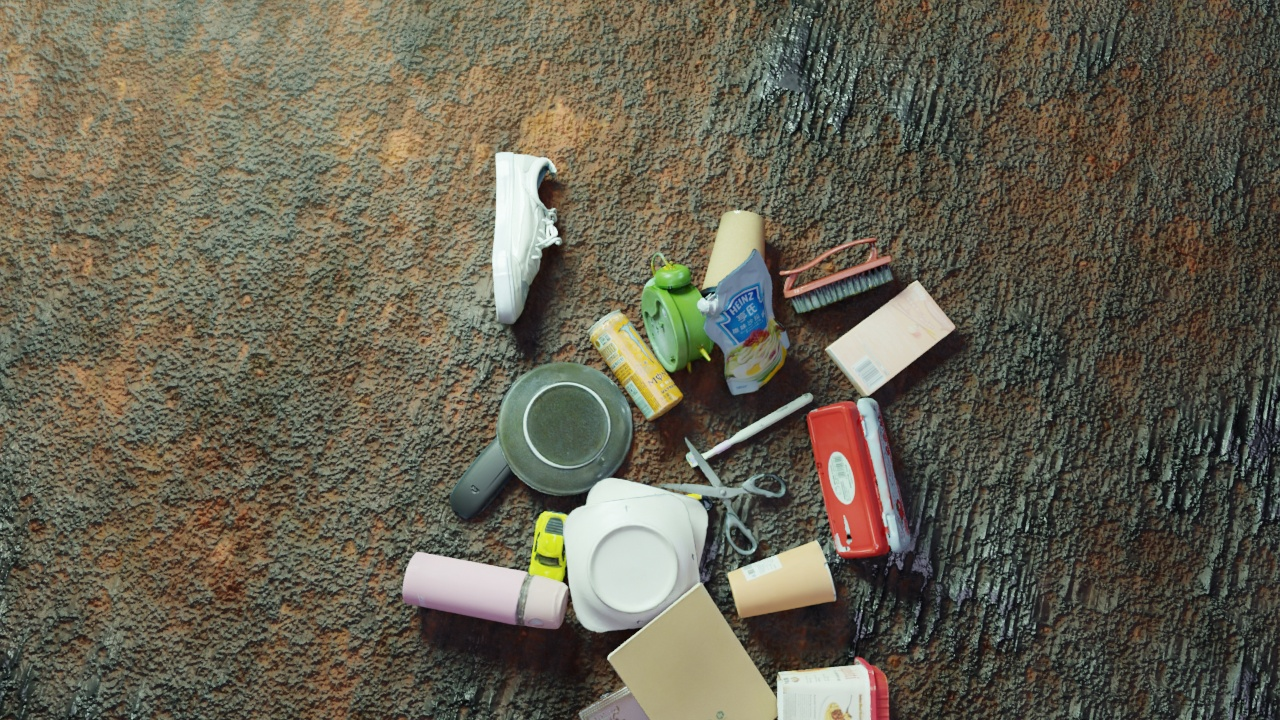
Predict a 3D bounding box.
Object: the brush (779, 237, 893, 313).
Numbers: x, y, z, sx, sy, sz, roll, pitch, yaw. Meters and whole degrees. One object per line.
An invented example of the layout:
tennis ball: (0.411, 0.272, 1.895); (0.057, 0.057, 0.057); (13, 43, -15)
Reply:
brush: (0.260, -0.115, 1.235); (0.146, 0.063, 0.069); (-20, 94, -3)

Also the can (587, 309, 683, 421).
can: (-0.007, 0.007, 1.209); (0.058, 0.058, 0.146); (-35, 84, -7)

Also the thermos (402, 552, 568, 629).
thermos: (-0.192, 0.296, 1.153); (0.198, 0.087, 0.067); (10, 48, 4)

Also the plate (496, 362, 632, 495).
plate: (-0.097, 0.086, 1.199); (0.179, 0.024, 0.179); (2, 76, -9)

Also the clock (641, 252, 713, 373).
clock: (0.043, -0.063, 1.195); (0.056, 0.116, 0.161); (-18, 85, -16)

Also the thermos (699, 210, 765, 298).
thermos: (0.128, -0.122, 1.224); (0.093, 0.093, 0.143); (10, 72, 0)

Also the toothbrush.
toothbrush: (0.148, 0.091, 1.221); (0.189, 0.029, 0.020); (-27, 125, -7)

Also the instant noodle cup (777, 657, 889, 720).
instant noodle cup: (0.233, 0.428, 1.123); (0.124, 0.116, 0.116); (0, 81, 4)

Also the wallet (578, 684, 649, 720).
wallet: (-0.004, 0.457, 1.152); (0.124, 0.032, 0.101); (-28, 80, -7)

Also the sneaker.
sneaker: (-0.151, -0.163, 1.223); (0.090, 0.090, 0.242); (2, 74, -6)

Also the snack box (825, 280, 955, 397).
snack box: (0.338, -0.029, 1.241); (0.157, 0.026, 0.084); (-36, 83, -7)

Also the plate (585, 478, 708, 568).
plate: (-0.002, 0.242, 1.173); (0.164, 0.034, 0.163); (14, 89, -1)

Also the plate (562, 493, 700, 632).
plate: (-0.010, 0.254, 1.137); (0.164, 0.034, 0.163); (-9, 90, -1)

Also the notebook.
notebook: (0.072, 0.401, 1.135); (0.147, 0.008, 0.207); (-35, 100, -15)

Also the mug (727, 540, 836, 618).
mug: (0.177, 0.282, 1.164); (0.123, 0.078, 0.078); (-15, 81, 0)

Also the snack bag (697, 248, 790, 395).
snack bag: (0.134, -0.042, 1.162); (0.110, 0.191, 0.039); (-35, 47, -8)

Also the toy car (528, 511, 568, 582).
toy car: (-0.116, 0.247, 1.176); (0.048, 0.032, 0.105); (9, 91, 0)

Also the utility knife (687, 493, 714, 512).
utility knife: (-0.012, 0.209, 1.198); (0.223, 0.015, 0.033); (-12, 80, -3)

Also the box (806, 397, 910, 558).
box: (0.298, 0.151, 1.199); (0.100, 0.096, 0.201); (-4, 80, -42)

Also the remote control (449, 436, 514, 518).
remote control: (-0.196, 0.146, 1.198); (0.053, 0.024, 0.136); (39, 82, 3)

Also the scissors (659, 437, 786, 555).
scissors: (0.112, 0.171, 1.187); (0.159, 0.014, 0.181); (-24, 95, -18)
